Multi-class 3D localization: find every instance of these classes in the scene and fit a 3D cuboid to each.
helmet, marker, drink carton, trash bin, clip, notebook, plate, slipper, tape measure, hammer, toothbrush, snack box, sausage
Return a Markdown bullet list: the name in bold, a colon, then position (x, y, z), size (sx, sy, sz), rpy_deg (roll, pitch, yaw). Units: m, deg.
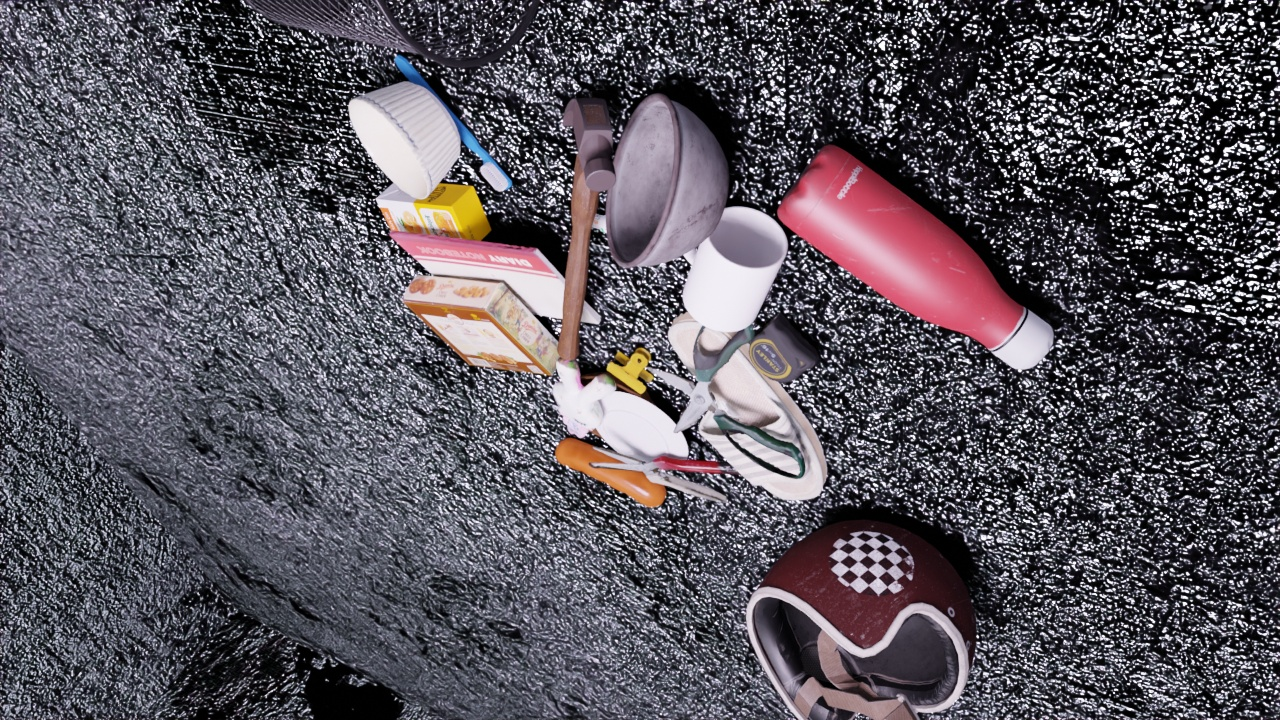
- **helmet**: position (0.235, 0.291, 0.980), size (0.234, 0.252, 0.234), rpy_deg (44, 147, 33)
- **marker**: position (-0.006, -0.123, 0.876), size (0.146, 0.017, 0.017), rpy_deg (23, 147, 47)
- **drink carton**: position (-0.235, -0.164, 1.031), size (0.123, 0.040, 0.059), rpy_deg (11, 138, 31)
- **trash bin**: position (-0.211, -0.331, 0.713), size (0.210, 0.183, 0.184), rpy_deg (17, 141, 33)
- **clip**: position (-0.006, 0.006, 1.058), size (0.054, 0.048, 0.046), rpy_deg (36, -174, 1)
- **notebook**: position (-0.164, -0.094, 1.033), size (0.209, 0.012, 0.153), rpy_deg (10, 158, 31)
- **plate**: position (-0.027, 0.058, 1.128), size (0.131, 0.025, 0.131), rpy_deg (22, 143, 18)
- **slipper**: position (0.115, 0.059, 0.994), size (0.115, 0.053, 0.273), rpy_deg (-9, 125, 39)
- **tape measure**: position (0.139, -0.010, 0.906), size (0.061, 0.034, 0.062), rpy_deg (48, 140, -2)
- **plate**: position (-0.005, 0.090, 1.111), size (0.134, 0.011, 0.135), rpy_deg (22, 143, 18)
- **hammer**: position (-0.059, -0.109, 0.887), size (0.033, 0.115, 0.324), rpy_deg (-3, 144, -12)
- **toothbrush**: position (-0.191, -0.239, 0.933), size (0.166, 0.014, 0.016), rpy_deg (49, 143, -16)
- **snack box**: position (-0.188, -0.042, 1.102), size (0.143, 0.041, 0.147), rpy_deg (7, 152, 35)
- **sausage**: position (-0.040, 0.148, 1.230), size (0.164, 0.039, 0.044), rpy_deg (24, 146, 16)

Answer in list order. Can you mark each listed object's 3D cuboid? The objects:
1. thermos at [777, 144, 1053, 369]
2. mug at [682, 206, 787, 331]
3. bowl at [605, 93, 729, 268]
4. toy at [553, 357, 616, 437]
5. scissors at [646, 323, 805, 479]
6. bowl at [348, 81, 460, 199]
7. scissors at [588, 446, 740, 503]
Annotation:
- **thermos**: position (0.223, -0.075, 0.728), size (0.240, 0.073, 0.073), rpy_deg (36, 145, -1)
- **mug**: position (0.074, -0.095, 0.841), size (0.110, 0.073, 0.091), rpy_deg (52, 150, 22)
- **bowl**: position (0.028, -0.146, 0.779), size (0.067, 0.144, 0.145), rpy_deg (7, 152, -23)
- **toy**: position (-0.073, 0.049, 1.097), size (0.079, 0.037, 0.123), rpy_deg (30, 139, 16)
- **scissors**: position (0.102, 0.042, 0.941), size (0.205, 0.015, 0.202), rpy_deg (37, 138, 5)
- **bowl**: position (-0.230, -0.227, 0.920), size (0.115, 0.062, 0.115), rpy_deg (39, 157, 19)
- **scissors**: position (0.043, 0.139, 1.118), size (0.199, 0.015, 0.179), rpy_deg (-9, 146, 29)
